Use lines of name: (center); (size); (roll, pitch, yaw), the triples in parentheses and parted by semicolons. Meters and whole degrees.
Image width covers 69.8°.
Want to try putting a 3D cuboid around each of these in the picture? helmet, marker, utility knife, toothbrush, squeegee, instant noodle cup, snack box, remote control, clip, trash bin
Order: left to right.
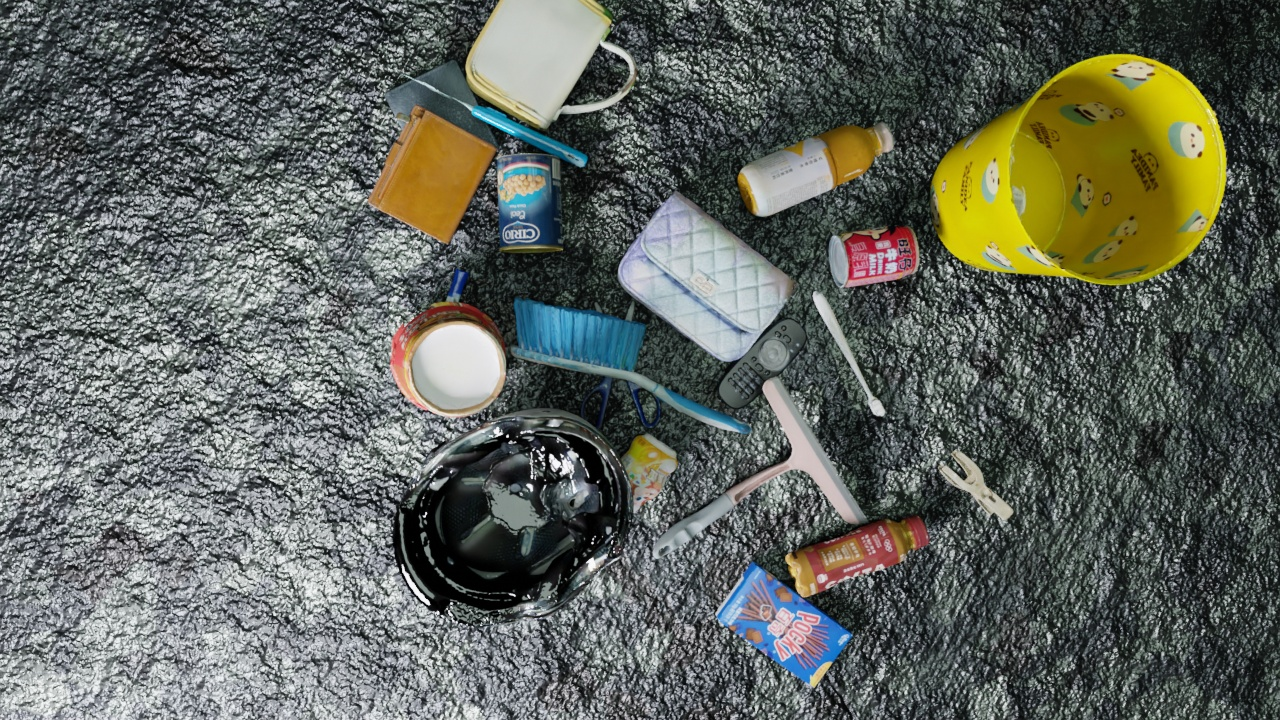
marker: (-0.239, -0.040, 1.111); (0.017, 0.017, 0.146); (19, 91, -6)
instant noodle cup: (-0.215, 0.005, 1.058); (0.137, 0.108, 0.138); (-2, 98, -17)
utility knife: (-0.173, -0.285, 1.078); (0.238, 0.034, 0.018); (23, 104, -14)
helmet: (-0.138, 0.166, 1.063); (0.274, 0.156, 0.230); (-36, 96, 9)
squeegee: (0.119, 0.172, 1.143); (0.250, 0.040, 0.248); (-32, 113, 4)
remote control: (0.150, 0.004, 1.143); (0.136, 0.024, 0.053); (-45, 94, -2)
snack box: (0.182, 0.335, 1.163); (0.157, 0.026, 0.084); (36, 89, -6)
toothbrush: (0.262, -0.008, 1.155); (0.016, 0.016, 0.180); (-29, 95, -5)
clip: (0.427, 0.160, 1.168); (0.100, 0.071, 0.034); (43, 88, 1)
trash bin: (0.466, -0.197, 1.042); (0.229, 0.255, 0.229); (0, 93, -5)

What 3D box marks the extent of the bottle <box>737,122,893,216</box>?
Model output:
bottle: (0.214, -0.237, 1.112); (0.189, 0.068, 0.068); (-23, 95, -3)

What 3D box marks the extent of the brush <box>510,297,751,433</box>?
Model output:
brush: (-0.006, 0.006, 1.108); (0.314, 0.060, 0.109); (12, 94, -7)

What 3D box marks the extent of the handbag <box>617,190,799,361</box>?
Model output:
handbag: (0.077, -0.095, 1.105); (0.194, 0.075, 0.134); (36, 89, -7)

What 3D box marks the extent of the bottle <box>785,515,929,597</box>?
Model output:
bottle: (0.273, 0.241, 1.149); (0.175, 0.057, 0.057); (-19, 95, -4)

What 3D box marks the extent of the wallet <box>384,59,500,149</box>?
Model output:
wallet: (-0.237, -0.287, 1.098); (0.097, 0.019, 0.121); (-26, 93, -2)

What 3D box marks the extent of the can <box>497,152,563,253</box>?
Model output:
can: (-0.131, -0.185, 1.083); (0.075, 0.075, 0.111); (-2, 93, -5)

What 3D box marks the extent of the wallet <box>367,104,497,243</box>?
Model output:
wallet: (-0.250, -0.220, 1.074); (0.119, 0.035, 0.131); (27, 101, -16)

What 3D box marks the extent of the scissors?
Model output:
scissors: (-0.023, 0.016, 1.135); (0.164, 0.012, 0.162); (36, 89, -4)

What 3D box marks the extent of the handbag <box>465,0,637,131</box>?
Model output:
handbag: (-0.098, -0.352, 1.085); (0.178, 0.063, 0.163); (31, 89, -11)

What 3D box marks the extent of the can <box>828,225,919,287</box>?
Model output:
can: (0.286, -0.128, 1.125); (0.094, 0.066, 0.066); (-9, 94, -4)

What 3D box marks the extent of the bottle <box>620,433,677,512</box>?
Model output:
bottle: (-0.004, 0.145, 1.119); (0.063, 0.063, 0.108); (34, 90, -6)
